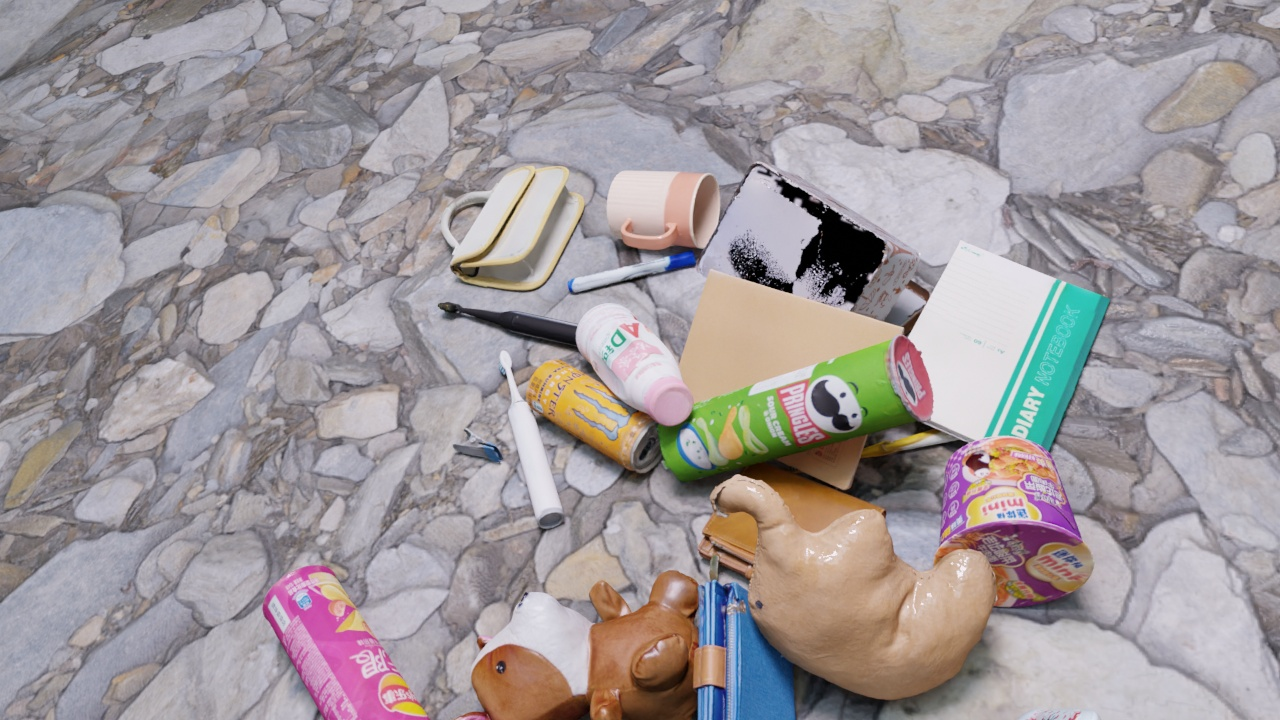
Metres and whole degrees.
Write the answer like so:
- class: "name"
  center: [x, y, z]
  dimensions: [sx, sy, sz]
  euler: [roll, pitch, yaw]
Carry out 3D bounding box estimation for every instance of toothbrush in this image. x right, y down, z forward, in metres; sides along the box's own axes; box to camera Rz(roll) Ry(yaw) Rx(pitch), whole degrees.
- class: "toothbrush"
  center: [-0.136, -0.042, 1.013]
  dimensions: [0.213, 0.027, 0.026]
  euler: [13, 96, 25]
- class: "toothbrush"
  center: [-0.115, 0.071, 0.918]
  dimensions: [0.026, 0.026, 0.220]
  euler: [5, 43, -29]
- class: "toothbrush"
  center: [0.225, 0.074, 0.820]
  dimensions: [0.191, 0.018, 0.016]
  euler: [-13, 52, 7]

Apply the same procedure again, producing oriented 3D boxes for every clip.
- class: "clip"
  center: [-0.162, 0.086, 0.924]
  dimensions: [0.057, 0.024, 0.028]
  euler: [15, 55, 34]

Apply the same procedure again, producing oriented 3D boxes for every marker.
- class: "marker"
  center: [-0.010, -0.099, 1.027]
  dimensions: [0.146, 0.017, 0.016]
  euler: [-13, 50, 6]

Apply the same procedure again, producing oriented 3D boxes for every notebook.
- class: "notebook"
  center: [0.327, -0.011, 0.843]
  dimensions: [0.150, 0.012, 0.208]
  euler: [25, 62, 19]
- class: "notebook"
  center: [0.123, 0.011, 0.836]
  dimensions: [0.208, 0.008, 0.148]
  euler: [22, 98, 38]

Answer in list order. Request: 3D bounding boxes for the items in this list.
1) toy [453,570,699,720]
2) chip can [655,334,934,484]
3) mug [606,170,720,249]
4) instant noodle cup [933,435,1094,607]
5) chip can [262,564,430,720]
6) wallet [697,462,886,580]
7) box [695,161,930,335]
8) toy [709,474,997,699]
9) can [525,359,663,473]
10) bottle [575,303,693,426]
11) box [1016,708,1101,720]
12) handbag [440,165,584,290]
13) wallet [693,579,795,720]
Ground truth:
- class: "toy"
  center: [-0.049, 0.233, 0.715]
  dimensions: [0.200, 0.130, 0.140]
  euler: [-17, 14, 15]
- class: "chip can"
  center: [0.124, 0.046, 0.780]
  dimensions: [0.237, 0.072, 0.072]
  euler: [-20, 44, 35]
- class: "mug"
  center: [0.020, -0.161, 1.020]
  dimensions: [0.106, 0.082, 0.114]
  euler: [9, 44, 25]
- class: "instant noodle cup"
  center: [0.284, 0.120, 0.714]
  dimensions: [0.112, 0.112, 0.099]
  euler: [-2, 45, 15]
- class: "chip can"
  center: [-0.245, 0.266, 0.776]
  dimensions: [0.071, 0.071, 0.210]
  euler: [-39, 52, -15]
- class: "wallet"
  center: [0.124, 0.150, 0.780]
  dimensions: [0.131, 0.035, 0.118]
  euler: [20, 61, 31]
- class: "box"
  center: [0.182, -0.081, 0.912]
  dimensions: [0.182, 0.168, 0.151]
  euler: [42, 115, 32]
- class: "toy"
  center: [0.143, 0.168, 0.667]
  dimensions: [0.226, 0.143, 0.082]
  euler: [24, 13, -9]
- class: "can"
  center: [-0.043, 0.052, 0.891]
  dimensions: [0.146, 0.058, 0.058]
  euler: [28, 65, 32]
- class: "bottle"
  center: [-0.005, 0.005, 0.869]
  dimensions: [0.068, 0.068, 0.197]
  euler: [-29, 29, -7]
- class: "box"
  center: [0.234, 0.311, 0.579]
  dimensions: [0.095, 0.099, 0.201]
  euler: [33, 68, 35]
- class: "handbag"
  center: [-0.174, -0.166, 1.104]
  dimensions: [0.179, 0.063, 0.163]
  euler: [5, 53, 24]
- class: "wallet"
  center: [0.080, 0.242, 0.681]
  dimensions: [0.040, 0.106, 0.132]
  euler: [-25, 44, 31]
